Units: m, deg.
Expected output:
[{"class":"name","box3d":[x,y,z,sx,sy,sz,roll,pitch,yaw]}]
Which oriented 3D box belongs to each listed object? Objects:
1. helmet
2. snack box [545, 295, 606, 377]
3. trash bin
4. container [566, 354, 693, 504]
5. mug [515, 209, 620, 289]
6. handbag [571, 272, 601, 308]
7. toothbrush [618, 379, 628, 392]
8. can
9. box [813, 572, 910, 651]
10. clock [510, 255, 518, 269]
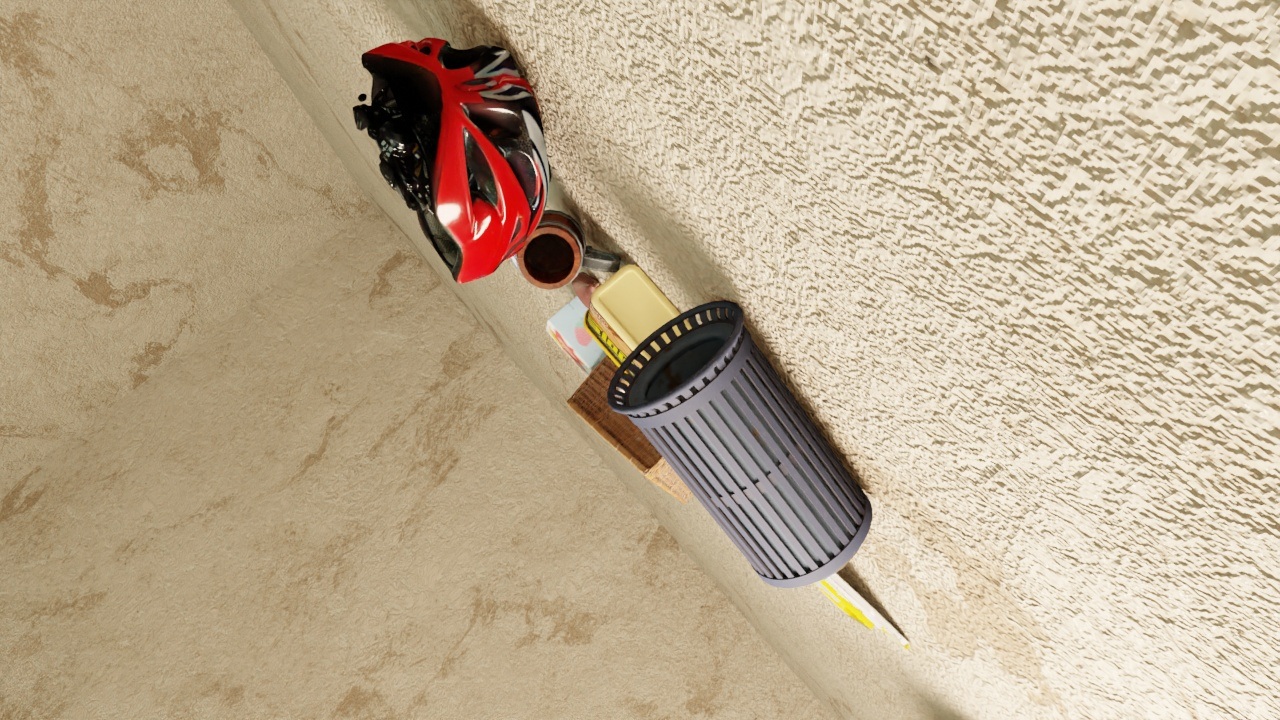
[{"class":"helmet","box3d":[-0.176,-0.191,0.885,0.217,0.166,0.272,63,162,10]},{"class":"snack box","box3d":[-0.073,-0.038,1.272,0.093,0.079,0.095,49,170,0]},{"class":"trash bin","box3d":[0.099,0.084,0.831,0.249,0.139,0.139,52,170,-21]},{"class":"container","box3d":[0.016,0.081,1.192,0.198,0.113,0.113,38,174,42]},{"class":"mug","box3d":[-0.082,-0.118,1.011,0.117,0.081,0.111,8,-166,-7]},{"class":"handbag","box3d":[-0.043,-0.078,1.166,0.120,0.029,0.055,26,154,54]},{"class":"toothbrush","box3d":[-0.007,0.006,1.113,0.018,0.016,0.180,45,-161,-8]},{"class":"can","box3d":[0.002,-0.031,1.005,0.131,0.072,0.101,49,168,5]},{"class":"box","box3d":[0.255,0.295,1.174,0.209,0.023,0.127,45,167,-29]},{"class":"clock","box3d":[-0.147,-0.147,1.273,0.125,0.052,0.089,41,166,41]}]
